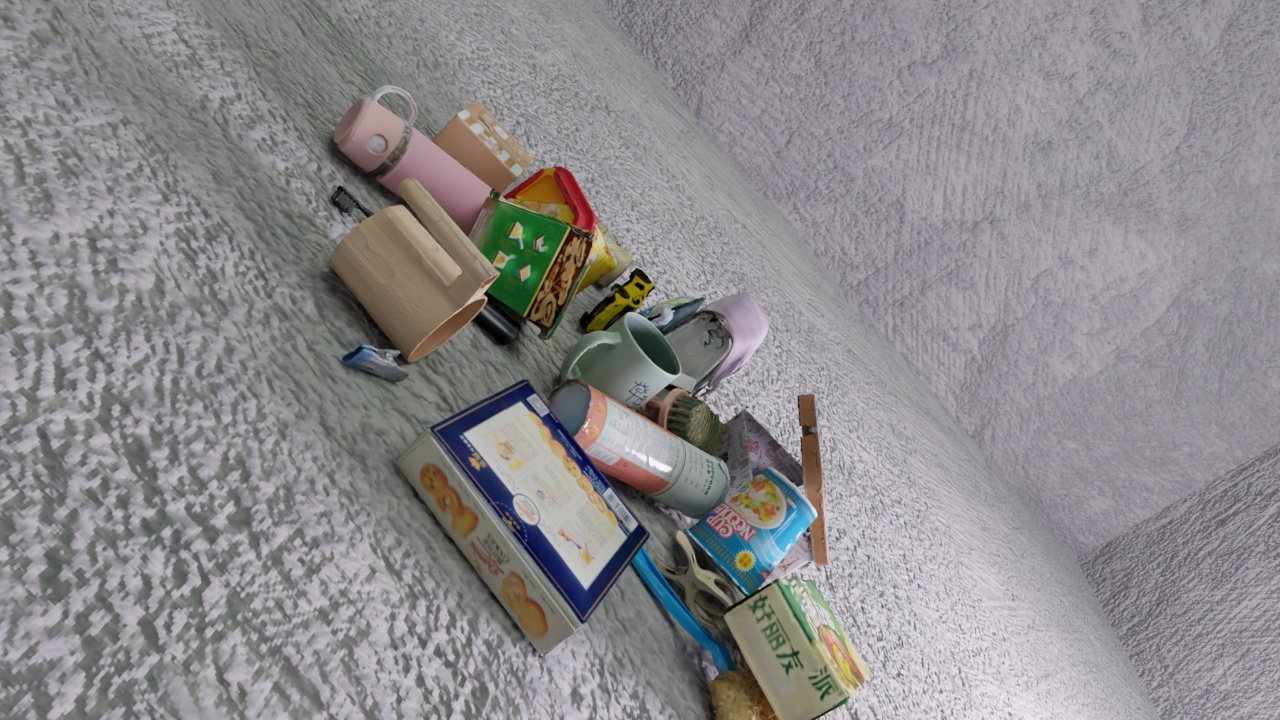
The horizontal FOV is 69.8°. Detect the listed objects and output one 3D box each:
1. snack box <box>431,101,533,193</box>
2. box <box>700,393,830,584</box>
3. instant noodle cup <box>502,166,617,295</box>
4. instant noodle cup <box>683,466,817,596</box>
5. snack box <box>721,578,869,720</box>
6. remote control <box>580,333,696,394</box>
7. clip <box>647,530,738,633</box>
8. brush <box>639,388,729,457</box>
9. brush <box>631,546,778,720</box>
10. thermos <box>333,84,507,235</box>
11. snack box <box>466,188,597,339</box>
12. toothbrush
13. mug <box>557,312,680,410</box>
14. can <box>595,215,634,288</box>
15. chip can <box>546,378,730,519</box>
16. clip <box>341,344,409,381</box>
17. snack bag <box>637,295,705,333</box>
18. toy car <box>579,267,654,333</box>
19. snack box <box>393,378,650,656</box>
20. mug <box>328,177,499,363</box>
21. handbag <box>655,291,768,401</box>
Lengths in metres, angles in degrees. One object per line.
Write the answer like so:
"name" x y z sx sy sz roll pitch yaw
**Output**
"snack box" -0.189 -0.228 1.046 0.093 0.077 0.094 46 20 -14
"box" 0.173 0.141 1.064 0.148 0.158 0.181 43 22 -18
"instant noodle cup" -0.095 -0.140 1.064 0.116 0.116 0.123 62 11 28
"instant noodle cup" 0.115 0.168 0.922 0.099 0.110 0.099 45 -7 7
"snack box" 0.152 0.271 0.865 0.114 0.063 0.240 60 9 21
"remote control" -0.006 0.006 1.017 0.135 0.019 0.056 23 -9 -7
"clip" 0.045 0.215 0.869 0.103 0.076 0.034 39 23 -6
"brush" 0.045 0.071 1.015 0.073 0.063 0.145 17 -12 25
"brush" 0.050 0.246 0.811 0.254 0.046 0.083 54 24 18
"thermos" -0.208 -0.191 0.932 0.198 0.087 0.067 38 4 -34
"snack box" -0.122 -0.101 0.917 0.105 0.117 0.118 26 5 -21
"toothbrush" -0.200 -0.088 0.863 0.212 0.026 0.027 41 62 -23
"mug" -0.033 0.010 0.926 0.111 0.106 0.082 27 32 -48
"can" -0.066 -0.156 1.208 0.116 0.059 0.058 48 21 -9
"chip can" -0.002 0.091 0.906 0.214 0.071 0.071 33 27 -40
"clip" -0.203 0.002 0.707 0.056 0.024 0.027 25 36 -62
"snack bag" 0.014 -0.047 1.121 0.039 0.110 0.190 70 19 -2
"toy car" -0.028 -0.068 1.124 0.041 0.071 0.155 47 23 0
"snack box" -0.085 0.113 0.732 0.178 0.046 0.182 52 20 2
"mug" -0.180 -0.073 0.741 0.103 0.125 0.084 49 41 1
"handbag" 0.077 -0.011 1.142 0.098 0.145 0.196 51 21 6
